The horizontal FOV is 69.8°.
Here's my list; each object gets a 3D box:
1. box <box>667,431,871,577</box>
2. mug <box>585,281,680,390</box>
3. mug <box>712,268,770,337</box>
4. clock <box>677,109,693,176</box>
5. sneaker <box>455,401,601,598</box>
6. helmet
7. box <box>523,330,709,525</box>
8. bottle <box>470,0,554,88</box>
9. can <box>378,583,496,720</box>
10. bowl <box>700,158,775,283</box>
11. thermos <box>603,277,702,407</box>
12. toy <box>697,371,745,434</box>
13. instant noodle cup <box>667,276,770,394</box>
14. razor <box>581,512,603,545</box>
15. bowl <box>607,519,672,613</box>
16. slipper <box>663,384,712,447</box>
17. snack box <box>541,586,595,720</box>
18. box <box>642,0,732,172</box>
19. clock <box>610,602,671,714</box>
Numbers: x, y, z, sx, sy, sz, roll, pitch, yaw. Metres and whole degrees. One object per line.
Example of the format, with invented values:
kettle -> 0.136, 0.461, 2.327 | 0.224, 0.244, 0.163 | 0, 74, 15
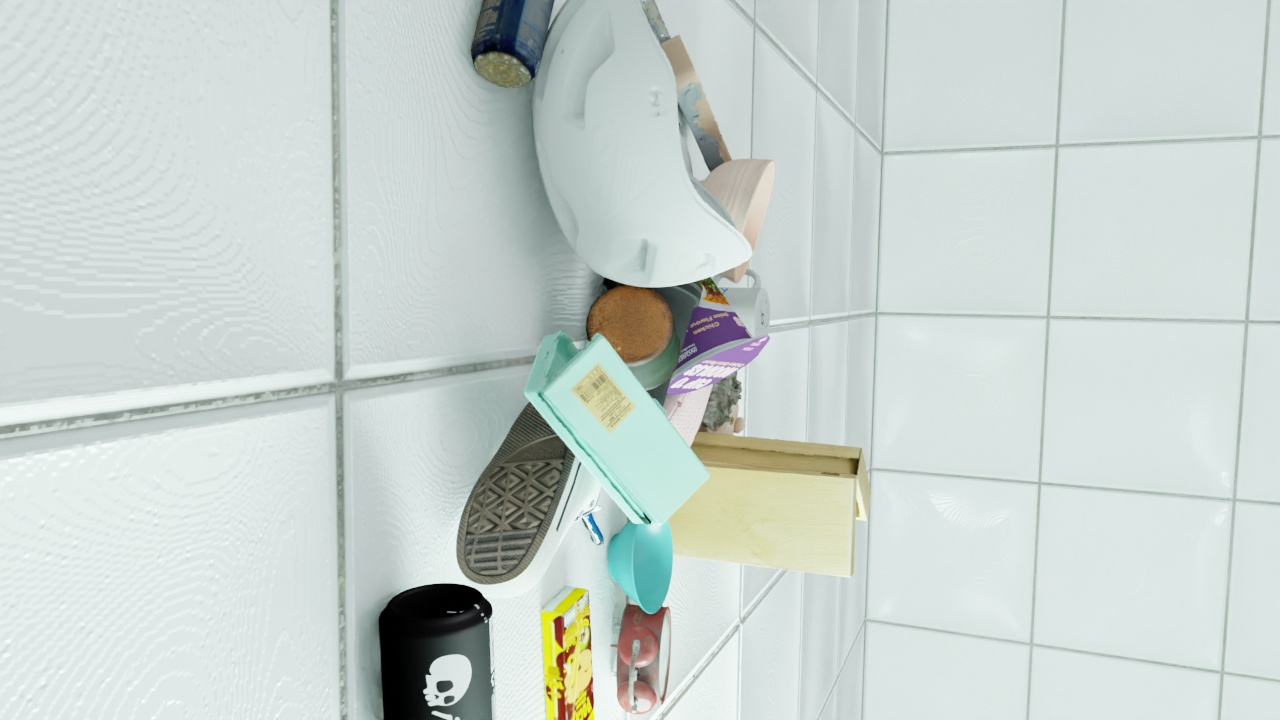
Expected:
box -> 0.158, 0.173, 1.181 | 0.184, 0.249, 0.142 | -58, 143, -50
mug -> -0.010, -0.035, 0.877 | 0.081, 0.085, 0.111 | 72, 5, -71
mug -> 0.124, -0.075, 1.267 | 0.083, 0.096, 0.119 | 54, 44, -57
clock -> 0.012, -0.229, 1.035 | 0.119, 0.061, 0.159 | -59, 140, -51
sneaker -> -0.076, 0.116, 0.806 | 0.244, 0.091, 0.097 | -69, 146, -48
helmet -> -0.002, -0.204, 0.812 | 0.224, 0.184, 0.283 | -109, -168, -65
box -> -0.010, 0.058, 0.755 | 0.189, 0.080, 0.077 | 55, 36, -35
bottle -> -0.097, -0.303, 0.751 | 0.056, 0.056, 0.160 | 43, 53, -62
can -> -0.146, 0.243, 0.666 | 0.080, 0.080, 0.146 | -19, 110, -66
bowl -> 0.100, -0.172, 1.080 | 0.153, 0.076, 0.153 | 19, 89, -78
thermos -> -0.006, 0.006, 0.966 | 0.106, 0.106, 0.218 | 35, 65, -64
toy -> 0.109, 0.079, 1.285 | 0.132, 0.076, 0.176 | -58, 152, -49
instant noodle cup -> 0.066, -0.046, 1.065 | 0.121, 0.137, 0.121 | 4, 57, -58
razor -> -0.060, 0.147, 0.945 | 0.044, 0.018, 0.141 | -118, -170, -49
bowl -> -0.006, 0.224, 1.044 | 0.121, 0.046, 0.121 | -3, 90, -67
slipper -> 0.048, 0.047, 1.150 | 0.221, 0.056, 0.107 | -64, 151, -26
snack box -> -0.072, 0.309, 0.926 | 0.061, 0.026, 0.149 | -25, 115, -64
box -> 0.061, -0.317, 1.104 | 0.216, 0.043, 0.150 | 50, 23, -58
clock -> -0.004, 0.338, 1.040 | 0.156, 0.062, 0.110 | -9, 101, -81
